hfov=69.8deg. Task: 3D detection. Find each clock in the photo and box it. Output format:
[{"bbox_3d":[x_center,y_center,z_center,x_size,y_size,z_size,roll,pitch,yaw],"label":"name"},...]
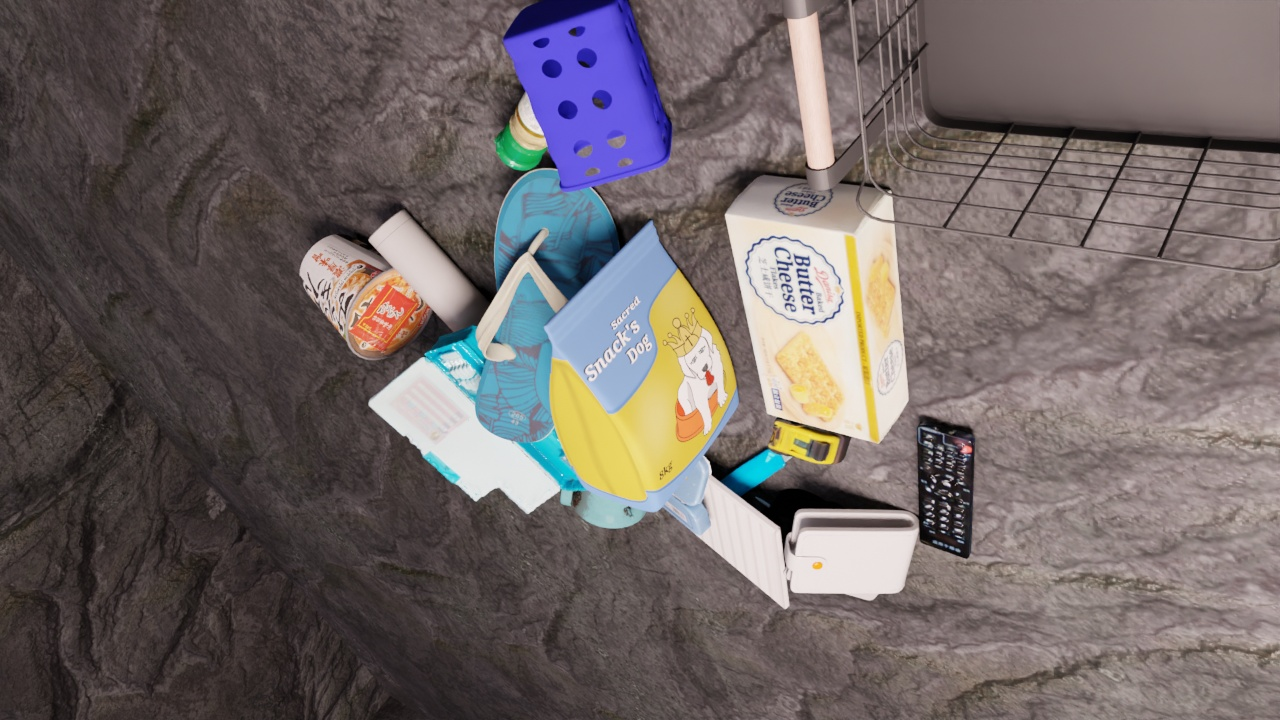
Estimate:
[{"bbox_3d":[0.174,0.176,0.928,0.121,0.042,0.091,8,135,41],"label":"clock"},{"bbox_3d":[-0.046,0.147,1.084,0.124,0.089,0.053,24,125,24],"label":"clock"}]

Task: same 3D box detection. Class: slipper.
[{"bbox_3d":[-0.093,-0.030,0.850,0.118,0.060,0.296,13,121,-9],"label":"slipper"}]

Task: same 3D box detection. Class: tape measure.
[{"bbox_3d":[0.151,0.066,0.800,0.063,0.067,0.038,19,112,17],"label":"tape measure"}]

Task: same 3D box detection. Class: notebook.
[{"bbox_3d":[0.078,0.166,0.997,0.210,0.009,0.143,35,151,39],"label":"notebook"}]

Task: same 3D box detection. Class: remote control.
[{"bbox_3d":[0.262,0.109,0.782,0.047,0.022,0.150,17,139,33],"label":"remote control"}]

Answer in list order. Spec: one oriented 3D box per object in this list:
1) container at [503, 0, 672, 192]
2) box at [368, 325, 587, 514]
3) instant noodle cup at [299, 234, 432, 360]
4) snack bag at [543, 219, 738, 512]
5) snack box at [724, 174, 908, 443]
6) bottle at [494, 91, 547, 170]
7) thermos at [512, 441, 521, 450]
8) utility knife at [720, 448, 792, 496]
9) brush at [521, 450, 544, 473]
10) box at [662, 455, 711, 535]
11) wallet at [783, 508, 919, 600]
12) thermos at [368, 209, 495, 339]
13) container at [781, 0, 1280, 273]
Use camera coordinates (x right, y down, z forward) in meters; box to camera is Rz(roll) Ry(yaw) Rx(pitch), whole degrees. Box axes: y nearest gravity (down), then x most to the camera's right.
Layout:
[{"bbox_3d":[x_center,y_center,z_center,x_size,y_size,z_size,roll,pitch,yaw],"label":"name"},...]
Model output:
[{"bbox_3d":[-0.035,-0.195,0.648,0.084,0.085,0.114,-13,124,14],"label":"container"},{"bbox_3d":[-0.156,0.073,1.002,0.182,0.071,0.227,-27,116,34],"label":"box"},{"bbox_3d":[-0.330,-0.084,1.083,0.122,0.123,0.124,35,148,27],"label":"instant noodle cup"},{"bbox_3d":[-0.005,0.005,0.803,0.102,0.158,0.205,13,137,36],"label":"snack bag"},{"bbox_3d":[0.139,-0.035,0.700,0.104,0.057,0.208,16,140,34],"label":"snack box"},{"bbox_3d":[-0.083,-0.199,0.748,0.043,0.043,0.111,44,147,-6],"label":"bottle"},{"bbox_3d":[-0.201,0.087,1.184,0.207,0.077,0.065,-10,122,48],"label":"thermos"},{"bbox_3d":[0.114,0.121,0.952,0.031,0.015,0.175,39,146,-3],"label":"utility knife"},{"bbox_3d":[-0.131,0.113,1.192,0.048,0.017,0.127,38,147,4],"label":"brush"},{"bbox_3d":[-0.006,0.099,0.997,0.209,0.034,0.128,35,148,32],"label":"box"},{"bbox_3d":[0.196,0.192,0.874,0.118,0.037,0.115,1,126,0],"label":"wallet"},{"bbox_3d":[-0.205,-0.067,1.022,0.224,0.052,0.052,49,147,-12],"label":"thermos"},{"bbox_3d":[0.207,-0.147,0.429,0.242,0.130,0.163,15,140,34],"label":"container"}]
